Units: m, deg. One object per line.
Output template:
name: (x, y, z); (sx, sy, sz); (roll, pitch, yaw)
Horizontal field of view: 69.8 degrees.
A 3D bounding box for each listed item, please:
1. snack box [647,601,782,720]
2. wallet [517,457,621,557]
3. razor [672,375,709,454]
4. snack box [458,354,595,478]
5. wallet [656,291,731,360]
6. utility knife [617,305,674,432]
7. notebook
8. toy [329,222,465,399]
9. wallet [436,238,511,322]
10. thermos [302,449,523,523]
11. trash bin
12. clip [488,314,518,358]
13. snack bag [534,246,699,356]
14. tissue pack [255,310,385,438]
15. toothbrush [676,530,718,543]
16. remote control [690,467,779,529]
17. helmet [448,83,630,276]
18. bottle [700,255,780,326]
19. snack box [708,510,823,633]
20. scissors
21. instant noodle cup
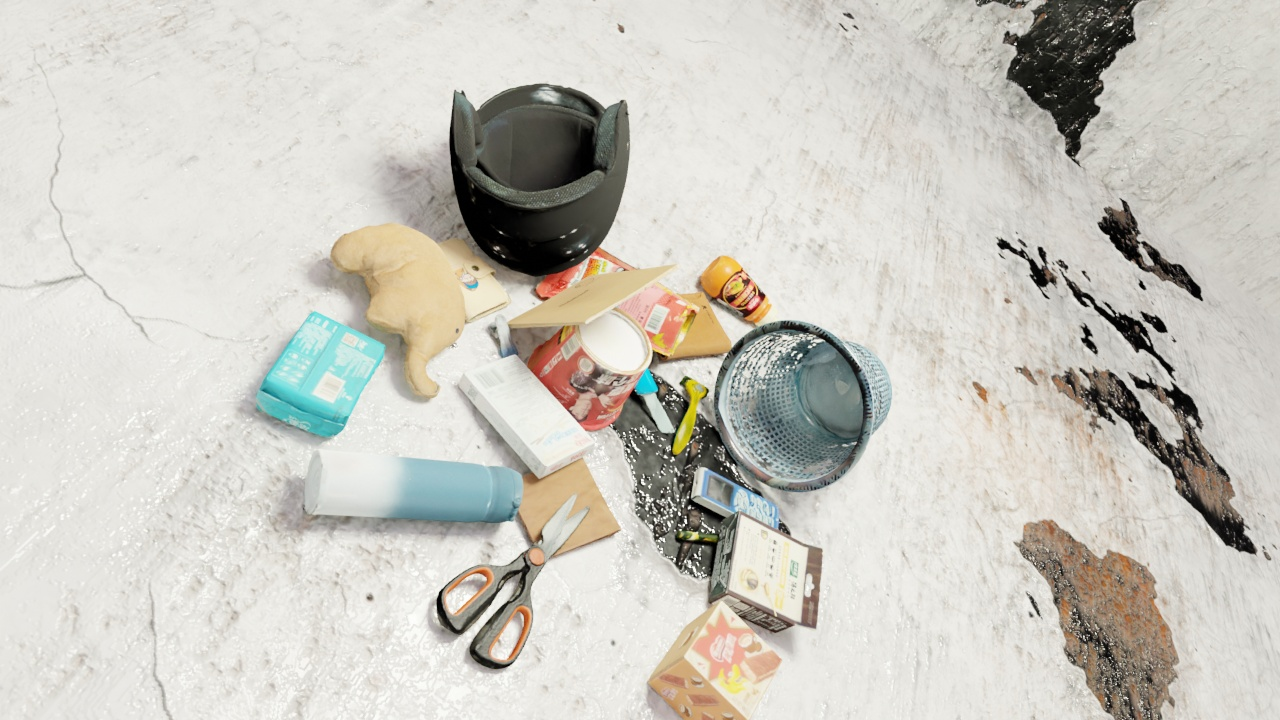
snack box: (0.080, 0.333, 0.984); (0.094, 0.077, 0.092); (44, 42, 4)
wallet: (-0.089, 0.167, 1.046); (0.115, 0.020, 0.101); (-12, 64, -39)
razor: (0.064, 0.075, 1.237); (0.043, 0.028, 0.132); (34, 43, -13)
snack box: (-0.134, 0.063, 1.079); (0.157, 0.027, 0.084); (46, 40, 19)
wallet: (0.063, -0.051, 1.341); (0.131, 0.031, 0.107); (-6, 61, -40)
utility knife: (-0.007, 0.007, 1.211); (0.203, 0.034, 0.018); (62, 3, 1)
notebook: (-0.065, -0.077, 1.123); (0.147, 0.208, 0.008); (-33, 108, -29)
toy: (-0.265, -0.066, 1.076); (0.143, 0.083, 0.226); (-19, 71, -41)
wallet: (-0.224, -0.107, 1.179); (0.115, 0.024, 0.087); (48, 41, 10)
thermos: (-0.226, 0.132, 0.941); (0.220, 0.070, 0.070); (9, 50, -32)
trash bin: (0.246, 0.054, 1.270); (0.194, 0.227, 0.226); (-7, 59, -55)
clip: (-0.172, -0.029, 1.154); (0.024, 0.026, 0.056); (-12, 73, -38)
snack bag: (-0.029, -0.087, 1.264); (0.208, 0.073, 0.128); (27, 53, 7)
tissue pack: (-0.335, 0.012, 0.971); (0.093, 0.050, 0.133); (28, 42, -12)
toothbrush: (0.125, 0.232, 1.156); (0.185, 0.012, 0.017); (13, 59, -29)
remote control: (0.123, 0.185, 1.184); (0.125, 0.024, 0.048); (30, 42, -14)
helmet: (-0.133, -0.253, 1.221); (0.233, 0.231, 0.274); (5, 42, -3)
bottle: (0.164, -0.098, 1.438); (0.149, 0.067, 0.066); (41, 41, -11)
snack box: (0.153, 0.259, 1.112); (0.125, 0.053, 0.113); (29, 50, -17)
scissors: (-0.113, 0.230, 0.967); (0.233, 0.022, 0.161); (-13, 70, -43)
instant noodle cup: (-0.058, 0.003, 1.142); (0.137, 0.109, 0.137); (20, 46, -22)
